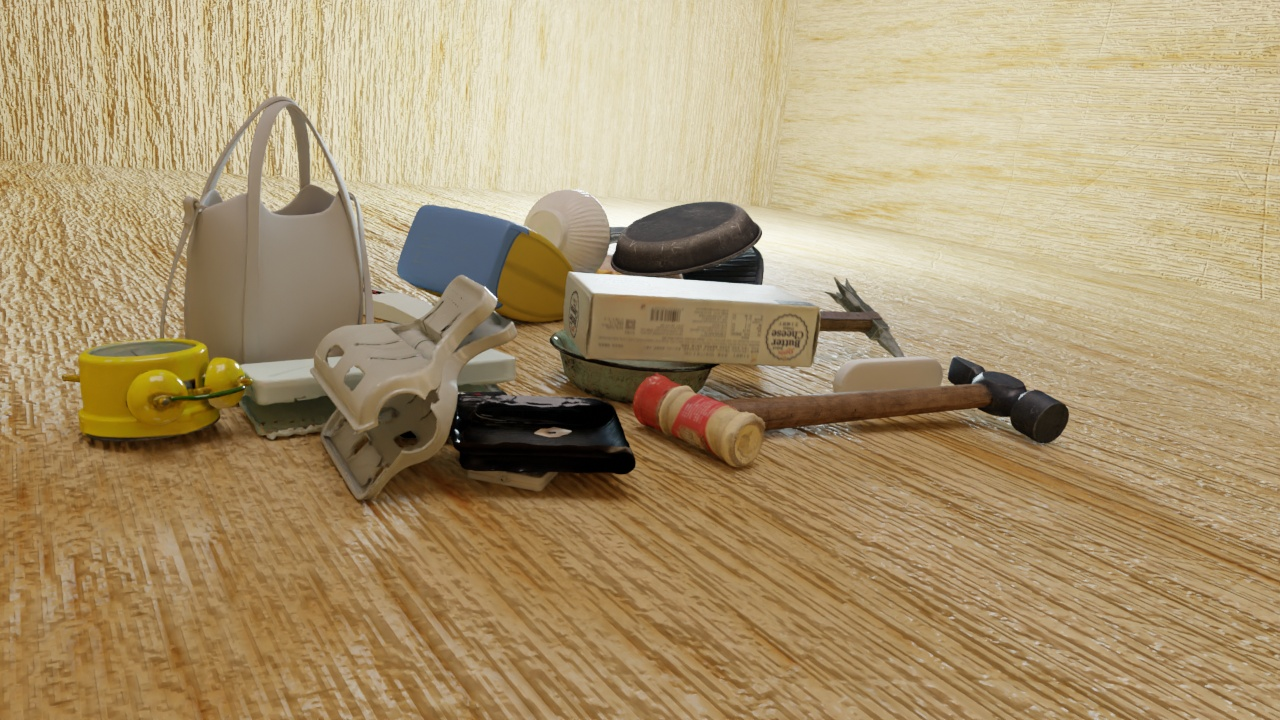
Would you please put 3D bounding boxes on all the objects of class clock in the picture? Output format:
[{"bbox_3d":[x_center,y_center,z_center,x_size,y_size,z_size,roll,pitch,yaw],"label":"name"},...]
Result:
[{"bbox_3d":[-0.310,0.020,0.595,0.119,0.057,0.083,6,12,24],"label":"clock"}]

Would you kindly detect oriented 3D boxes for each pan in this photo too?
[{"bbox_3d":[0.006,-0.164,1.186,0.186,0.055,0.357,-27,28,-26],"label":"pan"}]

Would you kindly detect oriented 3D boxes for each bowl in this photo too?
[{"bbox_3d":[-0.102,-0.155,1.132,0.118,0.118,0.062,14,9,29],"label":"bowl"},{"bbox_3d":[-0.005,0.005,0.832,0.157,0.038,0.157,6,14,-2],"label":"bowl"}]

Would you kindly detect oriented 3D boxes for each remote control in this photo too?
[{"bbox_3d":[-0.071,0.059,0.642,0.050,0.011,0.135,9,14,11],"label":"remote control"},{"bbox_3d":[-0.281,-0.063,1.014,0.143,0.024,0.049,13,16,26],"label":"remote control"},{"bbox_3d":[0.237,0.019,0.871,0.136,0.043,0.013,-2,17,-32],"label":"remote control"}]

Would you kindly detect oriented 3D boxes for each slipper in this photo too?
[{"bbox_3d":[0.097,-0.062,1.089,0.101,0.083,0.263,3,33,-1],"label":"slipper"}]

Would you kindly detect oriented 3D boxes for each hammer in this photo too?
[{"bbox_3d":[0.202,0.037,0.788,0.321,0.040,0.129,-3,23,-24],"label":"hammer"},{"bbox_3d":[0.157,-0.040,0.982,0.316,0.028,0.147,-1,44,-38],"label":"hammer"}]

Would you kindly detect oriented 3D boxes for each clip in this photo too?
[{"bbox_3d":[-0.154,0.000,0.576,0.096,0.152,0.126,39,-5,-36],"label":"clip"}]

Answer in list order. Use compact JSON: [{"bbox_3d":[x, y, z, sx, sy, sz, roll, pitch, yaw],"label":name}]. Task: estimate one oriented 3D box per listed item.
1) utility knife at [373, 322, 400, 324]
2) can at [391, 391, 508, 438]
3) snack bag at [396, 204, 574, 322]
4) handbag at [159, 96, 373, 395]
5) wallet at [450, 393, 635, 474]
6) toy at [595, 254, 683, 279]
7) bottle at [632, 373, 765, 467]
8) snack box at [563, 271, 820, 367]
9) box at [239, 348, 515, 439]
[{"bbox_3d":[-0.238,-0.030,0.923,0.178,0.015,0.031,1,19,-25],"label":"utility knife"},{"bbox_3d":[-0.134,0.039,0.655,0.080,0.031,0.031,-1,16,-26],"label":"can"},{"bbox_3d":[-0.158,-0.100,1.095,0.159,0.102,0.205,16,-5,35],"label":"snack bag"},{"bbox_3d":[-0.283,-0.093,0.721,0.096,0.223,0.215,8,14,13],"label":"handbag"},{"bbox_3d":[-0.066,0.050,0.601,0.115,0.026,0.089,3,16,-11],"label":"wallet"},{"bbox_3d":[-0.058,-0.116,1.218,0.264,0.065,0.196,8,4,-18],"label":"toy"},{"bbox_3d":[0.042,0.044,0.689,0.044,0.044,0.109,-6,20,-41],"label":"bottle"},{"bbox_3d":[0.042,-0.037,0.814,0.207,0.057,0.104,3,14,-16],"label":"snack box"},{"bbox_3d":[-0.194,0.017,0.690,0.198,0.066,0.083,-6,38,-37],"label":"box"}]
